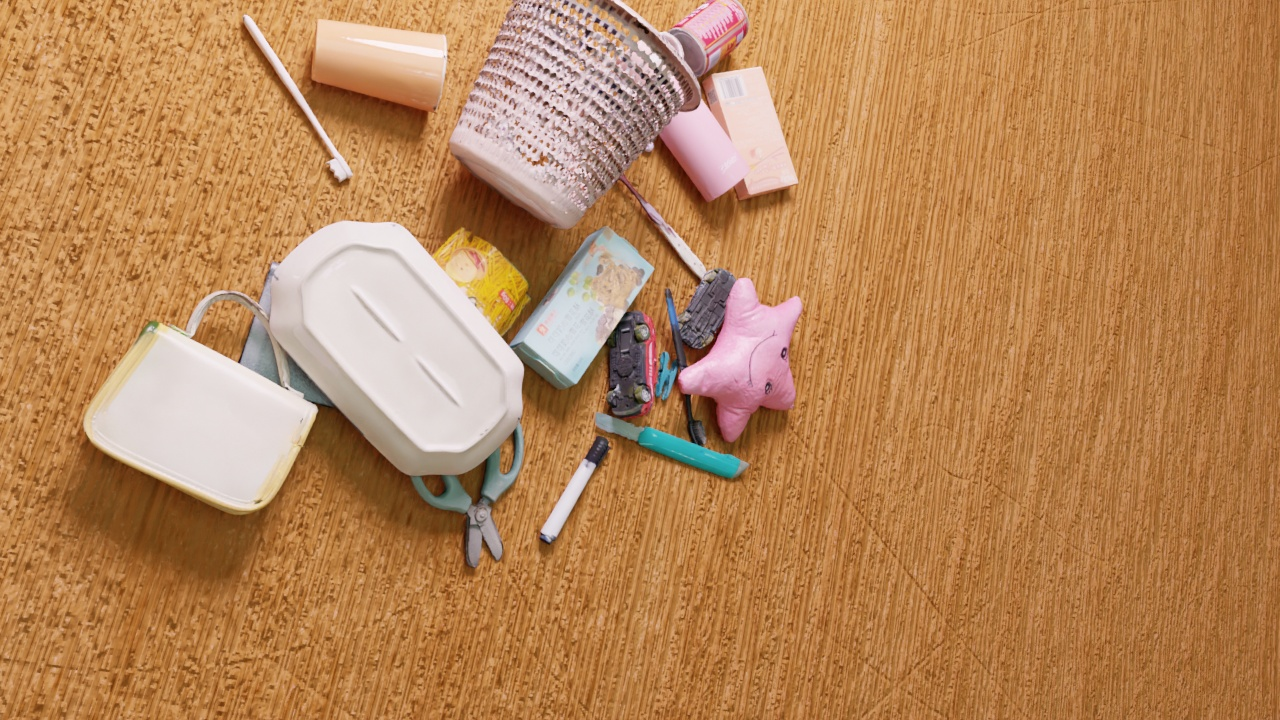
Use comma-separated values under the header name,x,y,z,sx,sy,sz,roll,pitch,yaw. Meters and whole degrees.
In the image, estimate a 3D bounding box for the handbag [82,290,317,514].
name,x,y,z,sx,sy,sz,roll,pitch,yaw
handbag,-0.373,0.031,0.817,0.163,0.063,0.178,32,66,-20

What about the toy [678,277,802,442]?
name,x,y,z,sx,sy,sz,roll,pitch,yaw
toy,0.137,0.000,1.083,0.178,0.075,0.194,43,73,-36

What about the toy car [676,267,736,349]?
name,x,y,z,sx,sy,sz,roll,pitch,yaw
toy car,0.078,-0.062,1.087,0.049,0.031,0.105,41,70,-21

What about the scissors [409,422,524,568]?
name,x,y,z,sx,sy,sz,roll,pitch,yaw
scissors,-0.180,0.125,0.917,0.169,0.019,0.177,12,82,-42

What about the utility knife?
name,x,y,z,sx,sy,sz,roll,pitch,yaw
utility knife,0.037,0.097,1.051,0.209,0.013,0.029,23,99,-25

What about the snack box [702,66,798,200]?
name,x,y,z,sx,sy,sz,roll,pitch,yaw
snack box,0.139,-0.286,1.154,0.084,0.026,0.157,-18,92,-30

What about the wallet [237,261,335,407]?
name,x,y,z,sx,sy,sz,roll,pitch,yaw
wallet,-0.322,-0.023,0.877,0.097,0.019,0.120,18,76,-23

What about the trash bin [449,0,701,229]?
name,x,y,z,sx,sy,sz,roll,pitch,yaw
trash bin,-0.082,-0.251,0.932,0.227,0.227,0.192,34,88,-20

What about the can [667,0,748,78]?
name,x,y,z,sx,sy,sz,roll,pitch,yaw
can,0.081,-0.395,1.117,0.093,0.067,0.066,-44,104,-26

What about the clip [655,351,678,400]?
name,x,y,z,sx,sy,sz,roll,pitch,yaw
clip,0.030,0.018,1.060,0.048,0.015,0.057,22,72,-26

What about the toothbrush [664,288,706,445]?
name,x,y,z,sx,sy,sz,roll,pitch,yaw
toothbrush,0.051,0.009,1.057,0.014,0.016,0.189,-20,102,-43

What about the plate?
name,x,y,z,sx,sy,sz,roll,pitch,yaw
plate,-0.219,-0.010,0.856,0.161,0.034,0.266,-43,104,-18

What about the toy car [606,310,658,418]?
name,x,y,z,sx,sy,sz,roll,pitch,yaw
toy car,-0.006,0.006,1.020,0.045,0.053,0.120,19,68,-48

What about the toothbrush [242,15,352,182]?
name,x,y,z,sx,sy,sz,roll,pitch,yaw
toothbrush,-0.339,-0.256,0.902,0.016,0.016,0.180,-35,100,-22

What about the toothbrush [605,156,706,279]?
name,x,y,z,sx,sy,sz,roll,pitch,yaw
toothbrush,0.017,-0.164,1.080,0.187,0.017,0.016,48,61,-17

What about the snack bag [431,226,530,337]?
name,x,y,z,sx,sy,sz,roll,pitch,yaw
snack bag,-0.206,-0.024,0.913,0.128,0.073,0.207,49,67,-27

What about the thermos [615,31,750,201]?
name,x,y,z,sx,sy,sz,roll,pitch,yaw
thermos,0.055,-0.292,1.088,0.087,0.067,0.198,-41,101,-20

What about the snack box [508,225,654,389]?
name,x,y,z,sx,sy,sz,roll,pitch,yaw
snack box,-0.063,-0.058,0.999,0.074,0.052,0.174,41,66,-18

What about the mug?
name,x,y,z,sx,sy,sz,roll,pitch,yaw
mug,-0.262,-0.299,0.918,0.122,0.078,0.078,6,80,-23

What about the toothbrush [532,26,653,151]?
name,x,y,z,sx,sy,sz,roll,pitch,yaw
toothbrush,-0.053,-0.310,1.060,0.189,0.029,0.021,41,29,-18

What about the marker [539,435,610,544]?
name,x,y,z,sx,sy,sz,roll,pitch,yaw
marker,-0.069,0.139,0.988,0.022,0.018,0.130,41,66,-27
